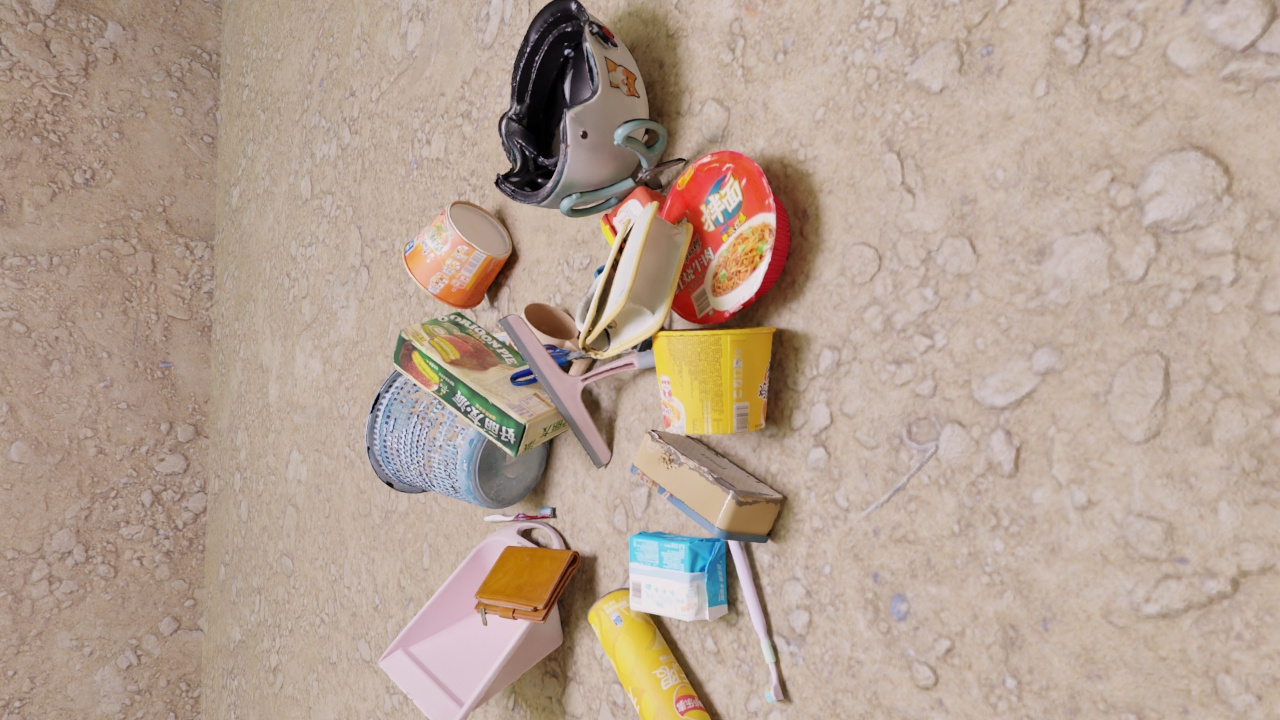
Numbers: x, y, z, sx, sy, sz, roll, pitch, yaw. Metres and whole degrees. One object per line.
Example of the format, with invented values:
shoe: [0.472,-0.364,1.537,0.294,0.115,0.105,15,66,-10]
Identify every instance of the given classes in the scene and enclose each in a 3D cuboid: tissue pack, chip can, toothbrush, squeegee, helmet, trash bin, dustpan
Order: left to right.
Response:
trash bin: [-0.247,0.115,1.330,0.195,0.226,0.226,18,100,38]
dustpan: [-0.225,0.341,1.261,0.223,0.272,0.139,13,121,48]
toothbrush: [-0.184,0.230,1.369,0.188,0.016,0.017,-15,66,50]
helmet: [-0.074,-0.316,1.190,0.231,0.156,0.273,-33,50,47]
squeegee: [-0.007,0.007,1.120,0.250,0.248,0.040,-17,27,29]
chip can: [0.014,0.366,1.061,0.213,0.072,0.072,54,126,41]
tissue pack: [0.042,0.243,1.047,0.140,0.063,0.090,-8,81,52]
toothbrush: [0.119,0.265,0.977,0.029,0.021,0.189,82,174,-70]

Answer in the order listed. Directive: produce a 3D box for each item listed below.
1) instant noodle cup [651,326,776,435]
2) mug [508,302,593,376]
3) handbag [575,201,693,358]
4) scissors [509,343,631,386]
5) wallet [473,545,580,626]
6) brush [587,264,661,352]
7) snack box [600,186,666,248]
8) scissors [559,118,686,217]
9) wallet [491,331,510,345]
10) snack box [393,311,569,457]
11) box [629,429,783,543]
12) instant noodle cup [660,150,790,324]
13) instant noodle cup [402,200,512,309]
instant noodle cup: [0.078,0.020,0.983,0.138,0.137,0.110,3,96,52]
mug: [-0.131,-0.004,1.292,0.124,0.084,0.104,41,121,18]
handbag: [-0.029,-0.080,1.024,0.179,0.063,0.163,-31,32,47]
scissors: [-0.095,-0.001,1.189,0.166,0.156,0.012,11,129,44]
wallet: [-0.156,0.296,1.209,0.131,0.035,0.118,-5,44,40]
brush: [-0.015,-0.077,1.165,0.074,0.055,0.143,-60,44,29]
snack box: [0.006,-0.161,1.132,0.080,0.082,0.091,-46,54,26]
scissors: [-0.028,-0.221,1.099,0.180,0.170,0.019,-31,72,8]
wallet: [-0.210,-0.003,1.428,0.115,0.024,0.087,-5,77,51]
snack box: [-0.209,0.026,1.232,0.240,0.114,0.063,33,121,22]
box: [0.074,0.137,1.001,0.184,0.089,0.059,34,105,49]
instant noodle cup: [0.099,-0.131,1.022,0.194,0.065,0.193,-11,76,50]
instant noodle cup: [-0.281,-0.172,1.447,0.112,0.151,0.151,-44,53,29]
